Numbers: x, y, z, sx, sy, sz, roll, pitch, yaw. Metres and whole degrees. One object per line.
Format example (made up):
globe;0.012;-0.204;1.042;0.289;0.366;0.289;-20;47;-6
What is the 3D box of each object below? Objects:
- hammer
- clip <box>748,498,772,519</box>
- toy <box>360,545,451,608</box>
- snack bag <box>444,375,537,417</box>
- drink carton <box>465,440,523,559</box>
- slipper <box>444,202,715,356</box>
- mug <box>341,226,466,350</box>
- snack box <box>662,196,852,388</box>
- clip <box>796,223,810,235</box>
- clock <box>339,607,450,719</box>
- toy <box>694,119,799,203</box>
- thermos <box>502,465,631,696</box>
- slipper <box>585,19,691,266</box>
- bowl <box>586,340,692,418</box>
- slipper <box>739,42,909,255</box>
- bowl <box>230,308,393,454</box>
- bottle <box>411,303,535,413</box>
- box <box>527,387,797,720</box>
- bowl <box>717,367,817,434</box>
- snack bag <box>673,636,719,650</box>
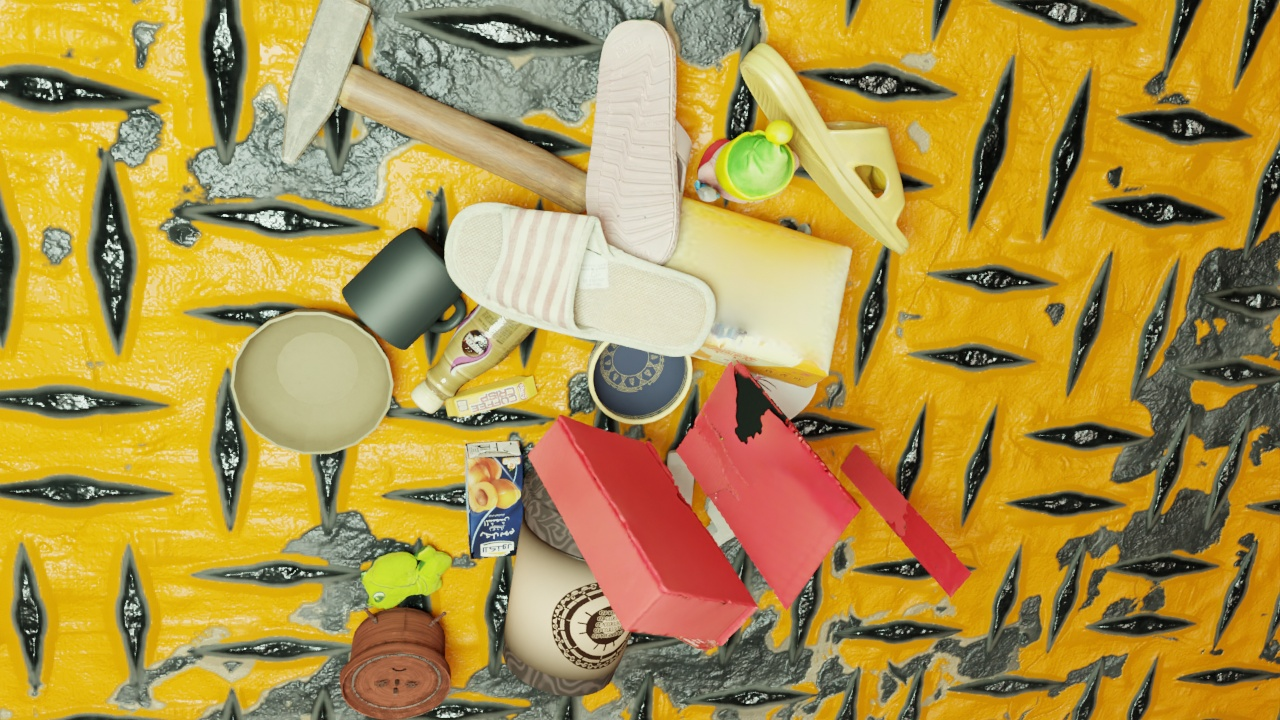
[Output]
hammer;-0.183;-0.212;0.884;0.300;0.037;0.158;21;104;-20
clip;0.105;0.190;1.108;0.102;0.056;0.056;-32;138;-1
toy;-0.266;0.245;1.040;0.093;0.036;0.094;20;107;-29
snack bag;-0.162;0.040;0.994;0.099;0.020;0.026;-14;114;-8
drink carton;-0.163;0.157;1.028;0.064;0.040;0.130;-2;111;-12
slipper;-0.054;-0.075;0.851;0.263;0.052;0.115;19;93;-4
mug;-0.219;-0.065;0.914;0.094;0.085;0.121;-44;141;3
snack box;0.106;-0.069;0.933;0.195;0.081;0.145;16;75;-7
clip;0.136;-0.083;1.015;0.163;0.028;0.112;-43;115;4
clock;-0.279;0.352;1.046;0.120;0.072;0.158;8;123;-16
toy;0.106;-0.198;0.907;0.124;0.131;0.097;-10;117;-9
thermos;-0.064;0.231;1.003;0.172;0.172;0.226;11;104;-17
slipper;0.001;-0.207;0.903;0.094;0.064;0.239;2;93;21
bowl;-0.006;0.006;0.996;0.112;0.061;0.112;-5;111;-12
slipper;0.205;-0.224;0.942;0.078;0.099;0.263;-42;110;2
bowl;-0.328;0.016;0.928;0.152;0.050;0.152;-4;111;-12
bottle;-0.171;-0.012;0.951;0.166;0.059;0.059;-45;114;7
box;-0.047;0.228;0.868;0.197;0.217;0.352;19;118;-45
bowl;0.135;0.027;1.032;0.114;0.050;0.115;-14;142;-12
snack bag;0.046;0.294;1.108;0.176;0.082;0.082;33;100;-22
